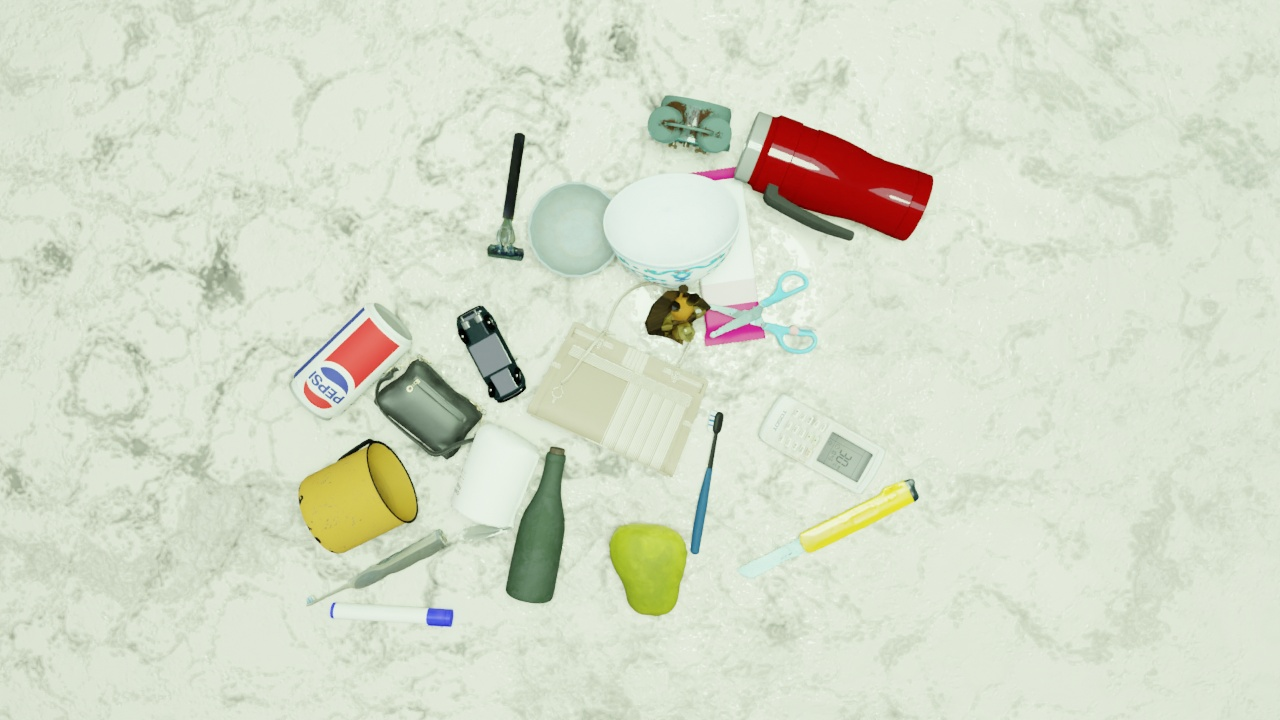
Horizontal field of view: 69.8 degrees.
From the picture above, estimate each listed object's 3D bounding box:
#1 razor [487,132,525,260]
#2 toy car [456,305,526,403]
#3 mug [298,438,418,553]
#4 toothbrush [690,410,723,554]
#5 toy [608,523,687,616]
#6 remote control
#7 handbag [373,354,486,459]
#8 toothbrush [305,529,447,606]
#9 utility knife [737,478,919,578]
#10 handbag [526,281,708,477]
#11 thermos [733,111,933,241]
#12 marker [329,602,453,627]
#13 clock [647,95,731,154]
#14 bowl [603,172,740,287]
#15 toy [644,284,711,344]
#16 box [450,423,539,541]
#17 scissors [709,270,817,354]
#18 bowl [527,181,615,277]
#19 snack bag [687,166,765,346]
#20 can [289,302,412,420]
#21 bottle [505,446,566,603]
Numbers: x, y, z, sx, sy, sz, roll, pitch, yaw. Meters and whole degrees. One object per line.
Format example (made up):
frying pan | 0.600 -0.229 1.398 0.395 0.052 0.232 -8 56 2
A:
razor | -0.147 -0.187 1.043 0.043 0.022 0.144 7 93 2
toy car | -0.170 -0.007 1.046 0.046 0.034 0.112 -28 90 3
mug | -0.321 0.147 1.037 0.094 0.100 0.123 -26 50 6
toothbrush | 0.075 0.140 1.049 0.014 0.014 0.168 14 96 36
toy | 0.009 0.238 1.039 0.090 0.051 0.110 0 95 5
remote control | 0.204 0.094 1.034 0.138 0.025 0.060 29 94 2
handbag | -0.236 0.053 1.038 0.128 0.054 0.079 41 87 -11
toothbrush | -0.310 0.248 1.073 0.186 0.022 0.024 -27 88 5
utility knife | 0.213 0.193 1.042 0.223 0.019 0.030 -27 85 -1
handbag | -0.006 0.006 1.037 0.175 0.062 0.198 24 85 2
thermos | 0.203 -0.188 0.989 0.198 0.084 0.108 20 71 0
marker | -0.291 0.298 1.074 0.141 0.020 0.020 3 92 3
clock | 0.055 -0.250 0.979 0.090 0.124 0.053 11 102 2
bowl | 0.036 -0.127 0.987 0.144 0.074 0.143 -3 50 4
toy | 0.042 -0.052 0.980 0.076 0.100 0.062 -22 74 -12
box | -0.164 0.148 1.033 0.089 0.080 0.143 23 95 -16
scissors | 0.140 -0.062 1.025 0.140 0.015 0.111 14 88 -17
bowl | -0.071 -0.145 1.032 0.106 0.039 0.106 0 92 3
snack bag | 0.094 -0.117 1.036 0.070 0.016 0.196 -8 92 -1
can | -0.327 0.001 1.037 0.132 0.070 0.070 -43 90 4
bottle | -0.110 0.184 1.042 0.055 0.055 0.174 11 92 2
